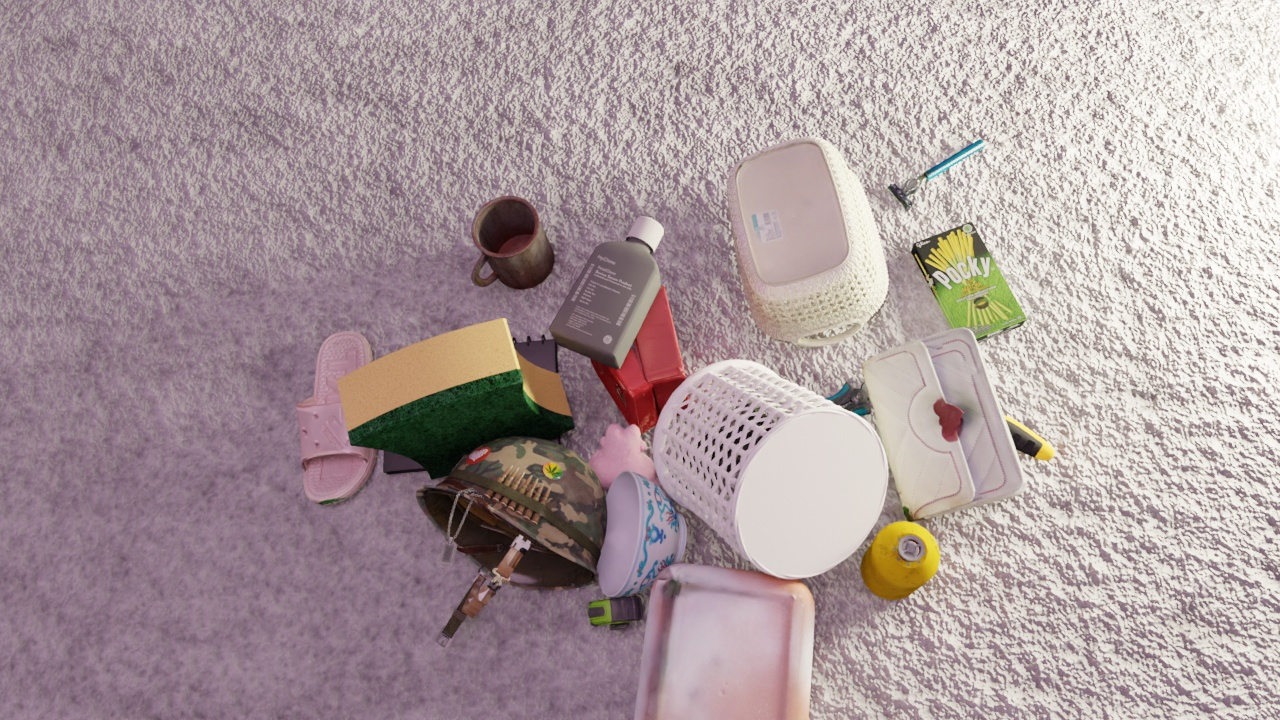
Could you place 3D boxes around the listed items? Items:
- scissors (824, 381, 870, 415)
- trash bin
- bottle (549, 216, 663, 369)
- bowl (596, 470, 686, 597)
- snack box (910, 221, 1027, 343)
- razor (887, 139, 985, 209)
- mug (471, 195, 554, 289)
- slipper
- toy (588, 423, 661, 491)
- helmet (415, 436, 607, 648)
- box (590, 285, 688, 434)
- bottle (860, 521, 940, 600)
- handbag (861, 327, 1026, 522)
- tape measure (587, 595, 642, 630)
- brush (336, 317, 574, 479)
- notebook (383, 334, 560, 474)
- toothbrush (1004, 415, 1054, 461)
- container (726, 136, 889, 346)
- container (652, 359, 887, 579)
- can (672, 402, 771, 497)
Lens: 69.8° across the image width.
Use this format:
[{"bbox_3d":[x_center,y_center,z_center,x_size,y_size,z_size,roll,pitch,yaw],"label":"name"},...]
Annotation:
[{"bbox_3d":[0.246,0.062,1.130,0.130,0.019,0.150,12,67,7],"label":"scissors"},{"bbox_3d":[0.089,0.351,0.974,0.182,0.157,0.259,5,70,10],"label":"trash bin"},{"bbox_3d":[-0.025,-0.085,1.044,0.084,0.046,0.173,23,73,15],"label":"bottle"},{"bbox_3d":[0.007,0.204,1.063,0.074,0.144,0.143,12,69,-18],"label":"bowl"},{"bbox_3d":[0.414,-0.097,1.163,0.080,0.025,0.147,-21,68,0],"label":"snack box"},{"bbox_3d":[0.401,-0.256,1.226,0.144,0.022,0.042,-33,70,-5],"label":"razor"},{"bbox_3d":[-0.177,-0.142,1.221,0.096,0.110,0.123,37,79,24],"label":"mug"},{"bbox_3d":[-0.397,0.066,1.198,0.094,0.064,0.239,-6,68,6],"label":"slipper"},{"bbox_3d":[-0.022,0.122,1.123,0.099,0.052,0.096,4,103,11],"label":"toy"},{"bbox_3d":[-0.151,0.198,1.044,0.224,0.193,0.235,18,60,-15],"label":"helmet"},{"bbox_3d":[0.010,0.001,1.117,0.117,0.157,0.135,-26,70,-7],"label":"box"},{"bbox_3d":[0.282,0.215,0.992,0.071,0.164,0.071,-3,69,7],"label":"bottle"},{"bbox_3d":[0.346,0.074,1.061,0.142,0.096,0.198,-20,73,19],"label":"handbag"},{"bbox_3d":[-0.030,0.294,1.064,0.065,0.059,0.035,-7,73,5],"label":"tape measure"},{"bbox_3d":[-0.203,0.052,1.056,0.195,0.250,0.075,-20,70,5],"label":"brush"},{"bbox_3d":[-0.221,0.055,1.201,0.231,0.019,0.169,-6,70,6],"label":"notebook"},{"bbox_3d":[0.404,0.063,1.105,0.197,0.031,0.030,33,34,21],"label":"toothbrush"},{"bbox_3d":[0.200,-0.156,1.152,0.185,0.143,0.251,-16,68,17],"label":"container"},{"bbox_3d":[0.136,0.112,0.996,0.189,0.189,0.187,-42,27,-8],"label":"container"},{"bbox_3d":[0.098,0.110,1.116,0.137,0.054,0.054,-42,70,-8],"label":"can"}]
